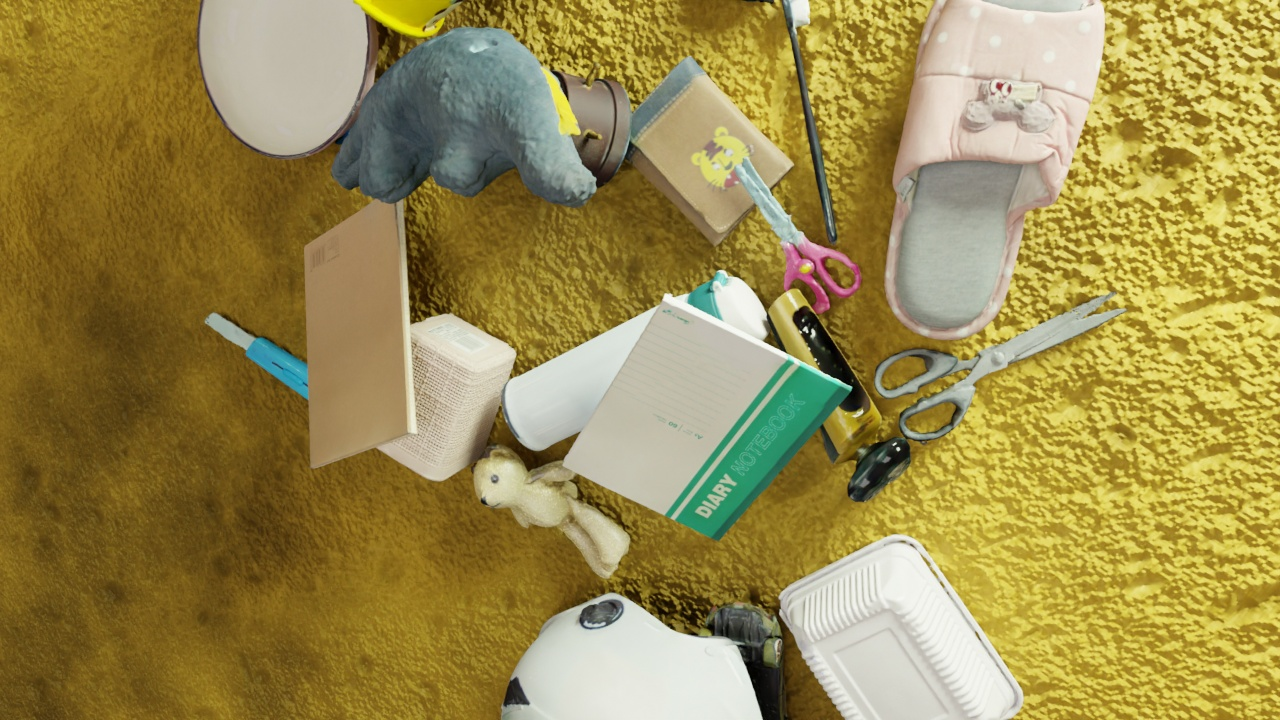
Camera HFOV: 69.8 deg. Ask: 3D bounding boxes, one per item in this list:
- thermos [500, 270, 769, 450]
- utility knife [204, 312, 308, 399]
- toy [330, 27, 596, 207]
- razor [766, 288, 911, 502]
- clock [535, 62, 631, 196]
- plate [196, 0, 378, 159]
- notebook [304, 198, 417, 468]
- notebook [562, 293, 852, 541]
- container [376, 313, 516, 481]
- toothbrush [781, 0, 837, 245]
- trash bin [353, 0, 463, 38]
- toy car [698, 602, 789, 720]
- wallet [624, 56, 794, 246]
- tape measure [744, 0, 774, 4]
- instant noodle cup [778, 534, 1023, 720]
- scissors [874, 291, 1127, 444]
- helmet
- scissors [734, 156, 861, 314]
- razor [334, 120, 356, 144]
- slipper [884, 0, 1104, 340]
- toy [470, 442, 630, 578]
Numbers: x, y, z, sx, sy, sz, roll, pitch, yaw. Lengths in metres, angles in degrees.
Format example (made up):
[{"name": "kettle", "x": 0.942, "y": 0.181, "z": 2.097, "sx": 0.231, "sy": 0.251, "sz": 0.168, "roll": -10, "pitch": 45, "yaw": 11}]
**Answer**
[{"name": "thermos", "x": -0.004, "y": 0.004, "z": 0.735, "sx": 0.225, "sy": 0.073, "sz": 0.073, "roll": -26, "pitch": 94, "yaw": 25}, {"name": "utility knife", "x": -0.350, "y": 0.006, "z": 0.898, "sx": 0.203, "sy": 0.018, "sz": 0.034, "roll": 31, "pitch": 114, "yaw": 13}, {"name": "toy", "x": -0.138, "y": -0.175, "z": 0.676, "sx": 0.357, "sy": 0.091, "sz": 0.138, "roll": 11, "pitch": 82, "yaw": 47}, {"name": "razor", "x": 0.146, "y": 0.023, "z": 0.684, "sx": 0.167, "sy": 0.062, "sz": 0.068, "roll": 60, "pitch": 155, "yaw": -2}, {"name": "clock", "x": -0.057, "y": -0.171, "z": 0.699, "sx": 0.122, "sy": 0.055, "sz": 0.082, "roll": -17, "pitch": 72, "yaw": 54}, {"name": "plate", "x": -0.293, "y": -0.268, "z": 0.779, "sx": 0.193, "sy": 0.039, "sz": 0.192, "roll": 4, "pitch": 101, "yaw": 24}, {"name": "notebook", "x": -0.246, "y": -0.025, "z": 0.787, "sx": 0.150, "sy": 0.012, "sz": 0.211, "roll": -19, "pitch": 71, "yaw": 38}, {"name": "notebook", "x": 0.042, "y": 0.053, "z": 0.703, "sx": 0.150, "sy": 0.012, "sz": 0.210, "roll": 26, "pitch": 133, "yaw": -6}, {"name": "container", "x": -0.172, "y": 0.027, "z": 0.796, "sx": 0.090, "sy": 0.090, "sz": 0.111, "roll": 29, "pitch": 110, "yaw": 12}, {"name": "toothbrush", "x": 0.126, "y": -0.173, "z": 0.662, "sx": 0.018, "sy": 0.015, "sz": 0.181, "roll": -9, "pitch": 101, "yaw": 14}, {"name": "trash bin", "x": -0.105, "y": -0.377, "z": 0.591, "sx": 0.256, "sy": 0.229, "sz": 0.229, "roll": -25, "pitch": 95, "yaw": 19}, {"name": "toy car", "x": 0.091, "y": 0.279, "z": 0.786, "sx": 0.070, "sy": 0.042, "sz": 0.158, "roll": 3, "pitch": 110, "yaw": 24}, {"name": "wallet", "x": 0.046, "y": -0.155, "z": 0.691, "sx": 0.115, "sy": 0.033, "sz": 0.090, "roll": 46, "pitch": 114, "yaw": 0}, {"name": "tape measure", "x": 0.079, "y": -0.281, "z": 0.645, "sx": 0.058, "sy": 0.025, "sz": 0.055, "roll": 45, "pitch": 114, "yaw": 6}, {"name": "instant noodle cup", "x": 0.200, "y": 0.240, "z": 0.724, "sx": 0.138, "sy": 0.060, "sz": 0.173, "roll": -35, "pitch": 92, "yaw": 26}, {"name": "scissors", "x": 0.250, "y": -0.007, "z": 0.660, "sx": 0.142, "sy": 0.014, "sz": 0.173, "roll": 27, "pitch": 113, "yaw": 12}, {"name": "helmet", "x": -0.024, "y": 0.330, "z": 0.763, "sx": 0.259, "sy": 0.145, "sz": 0.229, "roll": 7, "pitch": 115, "yaw": 33}, {"name": "scissors", "x": 0.112, "y": -0.095, "z": 0.674, "sx": 0.064, "sy": 0.017, "sz": 0.135, "roll": -23, "pitch": 109, "yaw": 31}, {"name": "razor", "x": -0.200, "y": -0.222, "z": 0.772, "sx": 0.143, "sy": 0.022, "sz": 0.042, "roll": -17, "pitch": 69, "yaw": 26}, {"name": "slipper", "x": 0.226, "y": -0.143, "z": 0.609, "sx": 0.114, "sy": 0.054, "sz": 0.275, "roll": 16, "pitch": 110, "yaw": 17}, {"name": "toy", "x": -0.079, "y": 0.131, "z": 0.800, "sx": 0.157, "sy": 0.066, "sz": 0.105, "roll": 37, "pitch": 137, "yaw": -3}]
